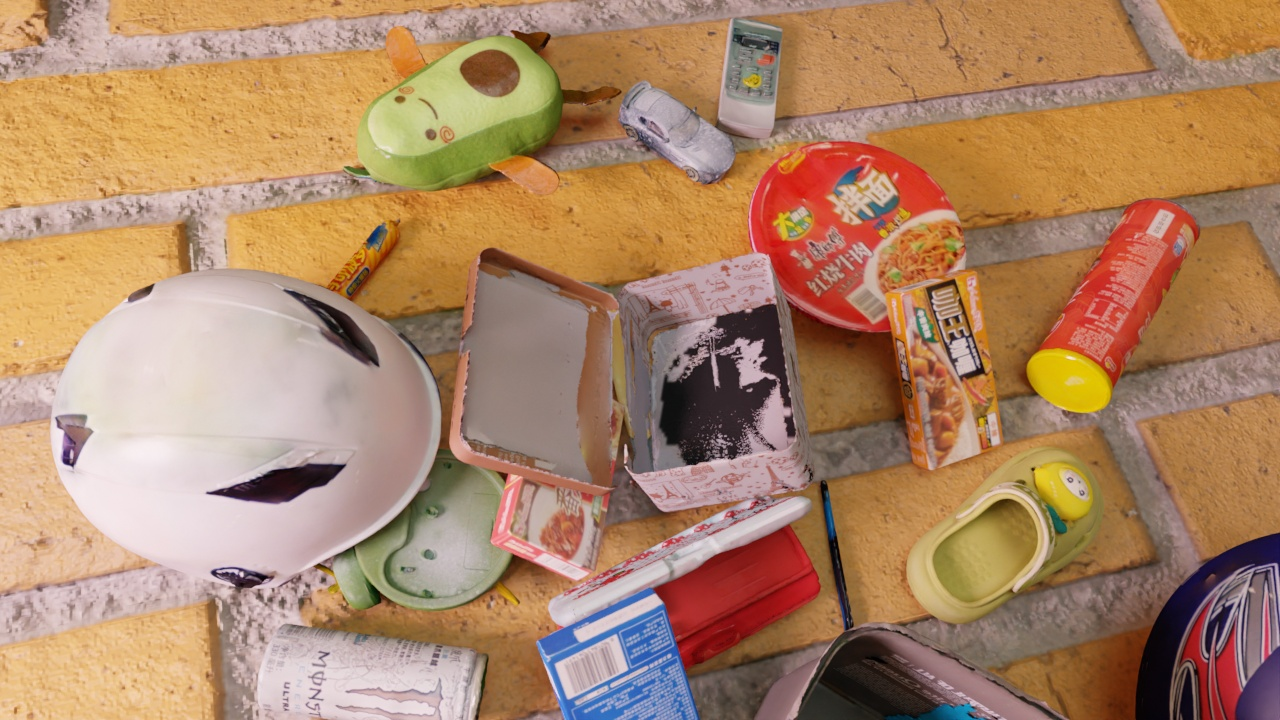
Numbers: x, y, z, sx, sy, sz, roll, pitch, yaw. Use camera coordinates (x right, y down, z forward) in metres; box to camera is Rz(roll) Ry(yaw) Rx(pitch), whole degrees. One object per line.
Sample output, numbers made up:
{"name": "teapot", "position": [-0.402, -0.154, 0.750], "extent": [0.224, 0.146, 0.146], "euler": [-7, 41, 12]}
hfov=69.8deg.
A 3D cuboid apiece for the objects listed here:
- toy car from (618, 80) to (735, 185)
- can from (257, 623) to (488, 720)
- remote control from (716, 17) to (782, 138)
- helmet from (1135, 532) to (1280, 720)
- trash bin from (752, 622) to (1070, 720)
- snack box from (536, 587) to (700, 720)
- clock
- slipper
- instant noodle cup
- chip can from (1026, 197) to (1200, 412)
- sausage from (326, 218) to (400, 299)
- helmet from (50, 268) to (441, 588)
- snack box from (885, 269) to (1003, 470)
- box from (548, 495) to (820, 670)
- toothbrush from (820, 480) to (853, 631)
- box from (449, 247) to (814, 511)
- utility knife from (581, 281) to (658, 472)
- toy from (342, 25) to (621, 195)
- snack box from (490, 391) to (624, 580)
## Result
{"name": "toy car", "position": [0.035, -0.215, 0.864], "extent": [0.120, 0.037, 0.054], "euler": [37, 67, 6]}
{"name": "can", "position": [-0.182, 0.220, 0.632], "extent": [0.146, 0.058, 0.058], "euler": [9, 66, -3]}
{"name": "remote control", "position": [0.109, -0.281, 0.910], "extent": [0.056, 0.019, 0.135], "euler": [10, 66, -3]}
{"name": "helmet", "position": [0.460, 0.267, 0.600], "extent": [0.241, 0.247, 0.314], "euler": [4, 66, 24]}
{"name": "trash bin", "position": [0.143, 0.283, 0.552], "extent": [0.199, 0.220, 0.198], "euler": [31, 73, 7]}
{"name": "snack box", "position": [-0.006, 0.238, 0.617], "extent": [0.084, 0.026, 0.157], "euler": [-22, 110, -16]}
{"name": "clock", "position": [-0.165, 0.127, 0.677], "extent": [0.161, 0.056, 0.116], "euler": [5, 65, -5]}
{"name": "slipper", "position": [0.298, 0.135, 0.722], "extent": [0.190, 0.082, 0.091], "euler": [-32, 77, -16]}
{"name": "instant noodle cup", "position": [0.184, -0.099, 0.816], "extent": [0.194, 0.066, 0.193], "euler": [3, 65, -6]}
{"name": "chip can", "position": [0.427, -0.054, 0.825], "extent": [0.073, 0.073, 0.216], "euler": [36, 67, 9]}
{"name": "sausage", "position": [-0.250, -0.059, 0.765], "extent": [0.021, 0.021, 0.164], "euler": [29, 66, 5]}
{"name": "helmet", "position": [-0.283, 0.029, 0.626], "extent": [0.259, 0.146, 0.228], "euler": [4, 67, 15]}
{"name": "snack box", "position": [0.252, 0.008, 0.758], "extent": [0.075, 0.026, 0.154], "euler": [-17, 103, -15]}
{"name": "box", "position": [0.038, 0.165, 0.663], "extent": [0.201, 0.102, 0.095], "euler": [-23, 70, -16]}
{"name": "toothbrush", "position": [0.160, 0.185, 0.718], "extent": [0.016, 0.014, 0.189], "euler": [-1, 66, -9]}
{"name": "box", "position": [-0.003, 0.012, 0.698], "extent": [0.272, 0.131, 0.178], "euler": [3, 58, -7]}
{"name": "utility knife", "position": [-0.013, 0.017, 0.764], "extent": [0.031, 0.020, 0.195], "euler": [-10, 64, -19]}
{"name": "toy", "position": [-0.146, -0.225, 0.815], "extent": [0.246, 0.090, 0.227], "euler": [-38, 70, -24]}
{"name": "snack box", "position": [-0.058, 0.082, 0.690], "extent": [0.075, 0.026, 0.152], "euler": [32, 46, -24]}
